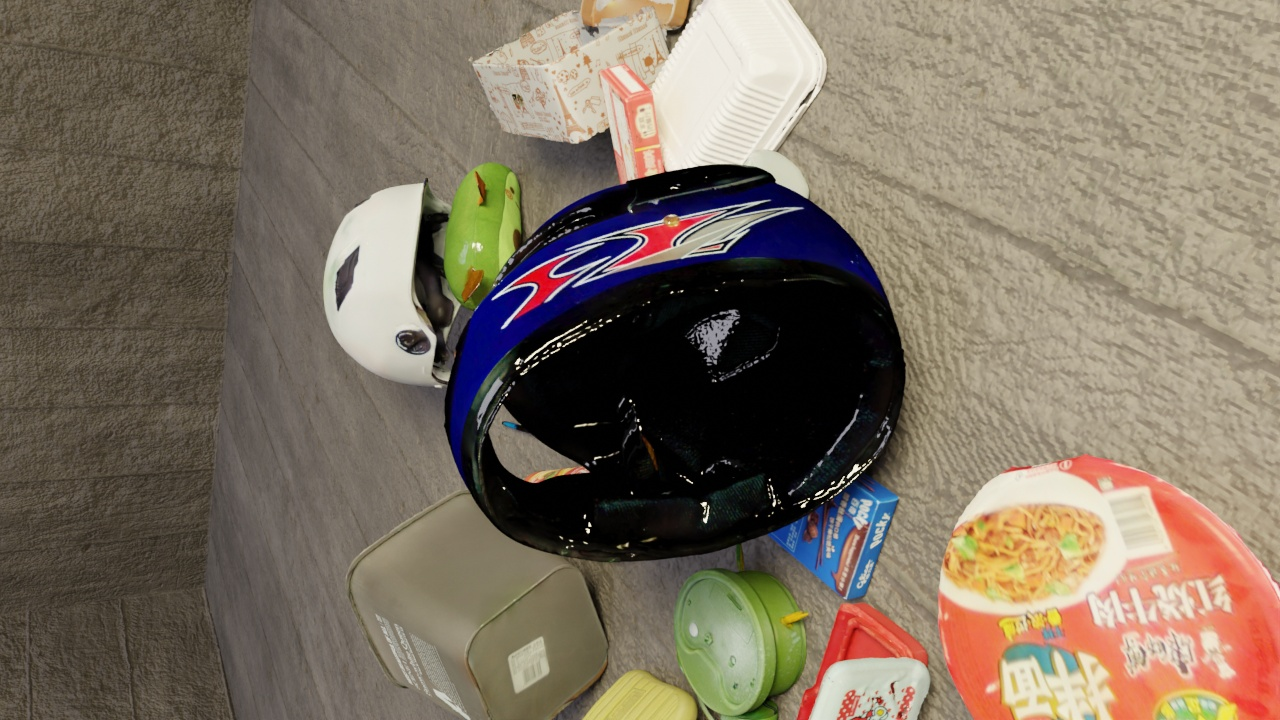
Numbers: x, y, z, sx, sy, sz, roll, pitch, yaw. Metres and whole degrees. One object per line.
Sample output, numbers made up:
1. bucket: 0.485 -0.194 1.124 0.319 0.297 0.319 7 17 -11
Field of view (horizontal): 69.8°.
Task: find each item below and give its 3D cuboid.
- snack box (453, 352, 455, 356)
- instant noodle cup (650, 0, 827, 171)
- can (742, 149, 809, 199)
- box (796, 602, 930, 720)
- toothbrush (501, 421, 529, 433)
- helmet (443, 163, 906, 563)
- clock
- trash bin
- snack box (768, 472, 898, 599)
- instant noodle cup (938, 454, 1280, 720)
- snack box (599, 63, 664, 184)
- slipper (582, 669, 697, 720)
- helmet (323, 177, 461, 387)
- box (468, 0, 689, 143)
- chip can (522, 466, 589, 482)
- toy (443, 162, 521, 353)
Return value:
1. snack box: -0.165 -0.015 1.119 0.208 0.057 0.058 -33 61 52
2. instant noodle cup: 0.065 -0.223 0.773 0.174 0.060 0.138 -54 49 43
3. can: 0.075 -0.106 0.762 0.147 0.058 0.058 -47 54 46
4. box: 0.131 0.282 0.654 0.095 0.101 0.202 33 118 50
5. toothbrush: -0.123 0.084 1.099 0.190 0.014 0.016 8 96 56
6. helmet: 0.009 -0.009 0.637 0.240 0.315 0.248 -133 40 -56
7. clock: 0.079 0.244 0.768 0.116 0.056 0.161 44 126 47
8. trash bin: -0.171 0.283 1.002 0.220 0.198 0.199 13 128 48
9. snack box: 0.127 0.106 0.719 0.157 0.026 0.085 37 121 49
10. instant noodle cup: 0.259 0.145 0.493 0.194 0.065 0.194 5 96 56
11. snack box: -0.002 -0.177 0.814 0.075 0.025 0.153 -120 14 -49
12. slipper: 0.006 0.346 0.848 0.081 0.091 0.191 53 156 -1
13. helmet: -0.299 -0.090 1.094 0.259 0.146 0.228 87 180 -54
14. box: -0.034 -0.329 0.888 0.272 0.130 0.179 -58 37 -3
15. chip can: -0.052 0.141 0.945 0.217 0.073 0.073 -15 78 56
16. toy: -0.184 -0.137 1.080 0.227 0.090 0.246 103 170 -59
